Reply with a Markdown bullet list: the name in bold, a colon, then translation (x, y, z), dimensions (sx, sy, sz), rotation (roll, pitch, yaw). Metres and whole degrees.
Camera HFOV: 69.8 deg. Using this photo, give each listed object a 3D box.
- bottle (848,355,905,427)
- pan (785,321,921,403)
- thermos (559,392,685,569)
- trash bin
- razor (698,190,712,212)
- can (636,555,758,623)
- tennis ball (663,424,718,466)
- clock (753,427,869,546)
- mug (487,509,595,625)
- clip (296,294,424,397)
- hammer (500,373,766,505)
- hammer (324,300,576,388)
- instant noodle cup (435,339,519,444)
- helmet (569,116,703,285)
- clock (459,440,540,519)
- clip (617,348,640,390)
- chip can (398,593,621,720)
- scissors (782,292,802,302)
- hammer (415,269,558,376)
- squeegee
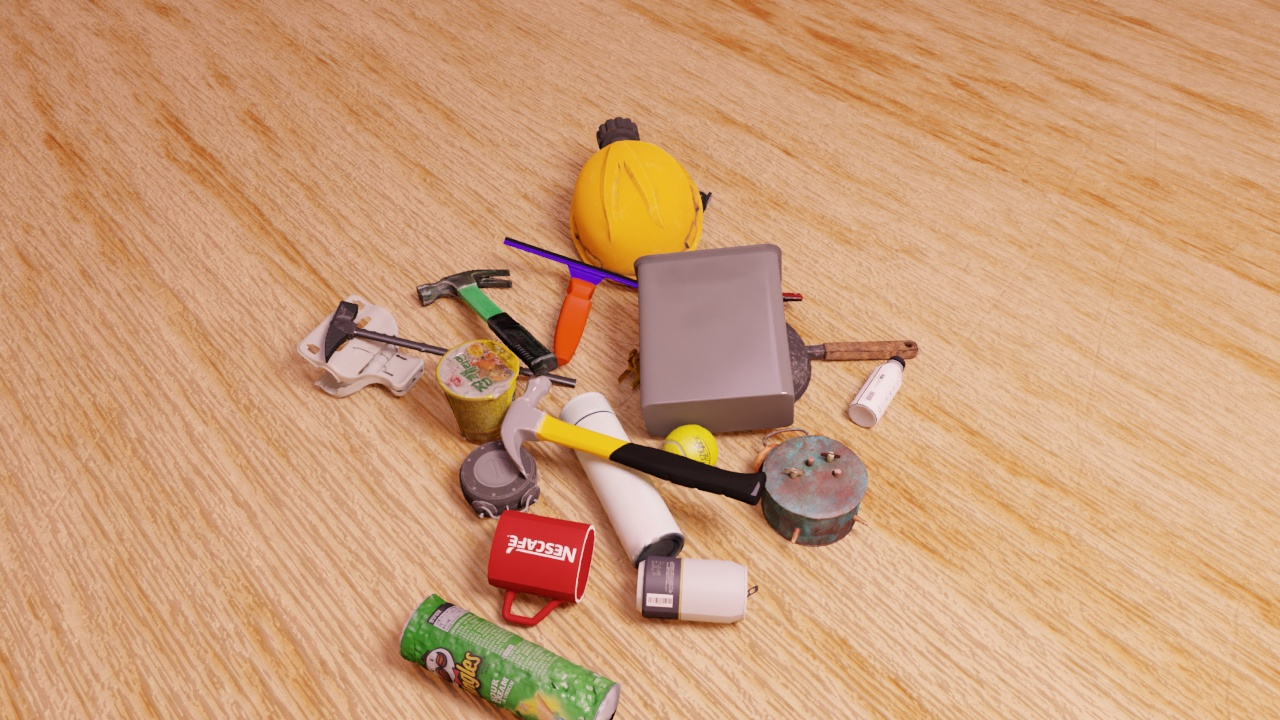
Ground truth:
- **bottle**: translation (0.312, 0.036, 1.192), dimensions (0.041, 0.041, 0.115), rotation (26, 52, 22)
- **pan**: translation (0.208, -0.012, 1.242), dimensions (0.357, 0.040, 0.207), rotation (-5, 47, -3)
- **thermos**: translation (-0.026, 0.137, 1.079), dimensions (0.067, 0.068, 0.230), rotation (-19, 49, -17)
- **trash bin**: translation (0.092, -0.027, 1.159), dimensions (0.192, 0.098, 0.219), rotation (-5, 59, 6)
- **razor**: translation (0.034, -0.243, 1.449), dimensions (0.156, 0.057, 0.060), rotation (1, 88, 2)
- **can**: translation (0.061, 0.245, 0.978), dimensions (0.127, 0.064, 0.064), rotation (3, 47, 3)
- **tennis ball**: translation (0.060, 0.110, 1.104), dimensions (0.065, 0.065, 0.065), rotation (0, 47, 0)
- **clock**: translation (0.195, 0.135, 1.077), dimensions (0.121, 0.073, 0.157), rotation (-11, 47, -11)
- **mug**: translation (-0.108, 0.227, 0.990), dimensions (0.096, 0.080, 0.116), rotation (9, 76, 8)
- **clip**: translation (-0.363, -0.002, 1.222), dimensions (0.150, 0.110, 0.126), rotation (39, 52, -8)
- **hammer**: translation (-0.016, 0.105, 1.041), dimensions (0.324, 0.029, 0.126), rotation (15, 57, 23)
- **hammer**: translation (-0.244, -0.002, 1.195), dimensions (0.325, 0.015, 0.094), rotation (13, 49, -6)
- **instant noodle cup**: translation (-0.195, 0.046, 1.134), dimensions (0.102, 0.108, 0.102), rotation (0, 46, 0)
- **helmet**: translation (-0.016, -0.250, 1.358), dimensions (0.205, 0.131, 0.255), rotation (-13, 60, 3)
- **clock**: translation (-0.166, 0.145, 1.085), dimensions (0.091, 0.044, 0.122), rotation (-13, 48, -13)
- **clip**: translation (-0.008, 0.007, 1.221), dimensions (0.046, 0.048, 0.054), rotation (-11, 28, 52)
- **chip can**: translation (-0.128, 0.309, 0.912), dimensions (0.223, 0.076, 0.075), rotation (20, 50, 18)
- **scissors**: translation (0.131, -0.105, 1.318), dimensions (0.199, 0.015, 0.179), rotation (2, 32, 3)
- **hammer**: translation (-0.191, -0.056, 1.227), dimensions (0.130, 0.032, 0.319), rotation (-20, 32, -23)
- **squeegee**: translation (-0.092, -0.064, 1.277), dimensions (0.249, 0.055, 0.184), rotation (18, 47, -7)
